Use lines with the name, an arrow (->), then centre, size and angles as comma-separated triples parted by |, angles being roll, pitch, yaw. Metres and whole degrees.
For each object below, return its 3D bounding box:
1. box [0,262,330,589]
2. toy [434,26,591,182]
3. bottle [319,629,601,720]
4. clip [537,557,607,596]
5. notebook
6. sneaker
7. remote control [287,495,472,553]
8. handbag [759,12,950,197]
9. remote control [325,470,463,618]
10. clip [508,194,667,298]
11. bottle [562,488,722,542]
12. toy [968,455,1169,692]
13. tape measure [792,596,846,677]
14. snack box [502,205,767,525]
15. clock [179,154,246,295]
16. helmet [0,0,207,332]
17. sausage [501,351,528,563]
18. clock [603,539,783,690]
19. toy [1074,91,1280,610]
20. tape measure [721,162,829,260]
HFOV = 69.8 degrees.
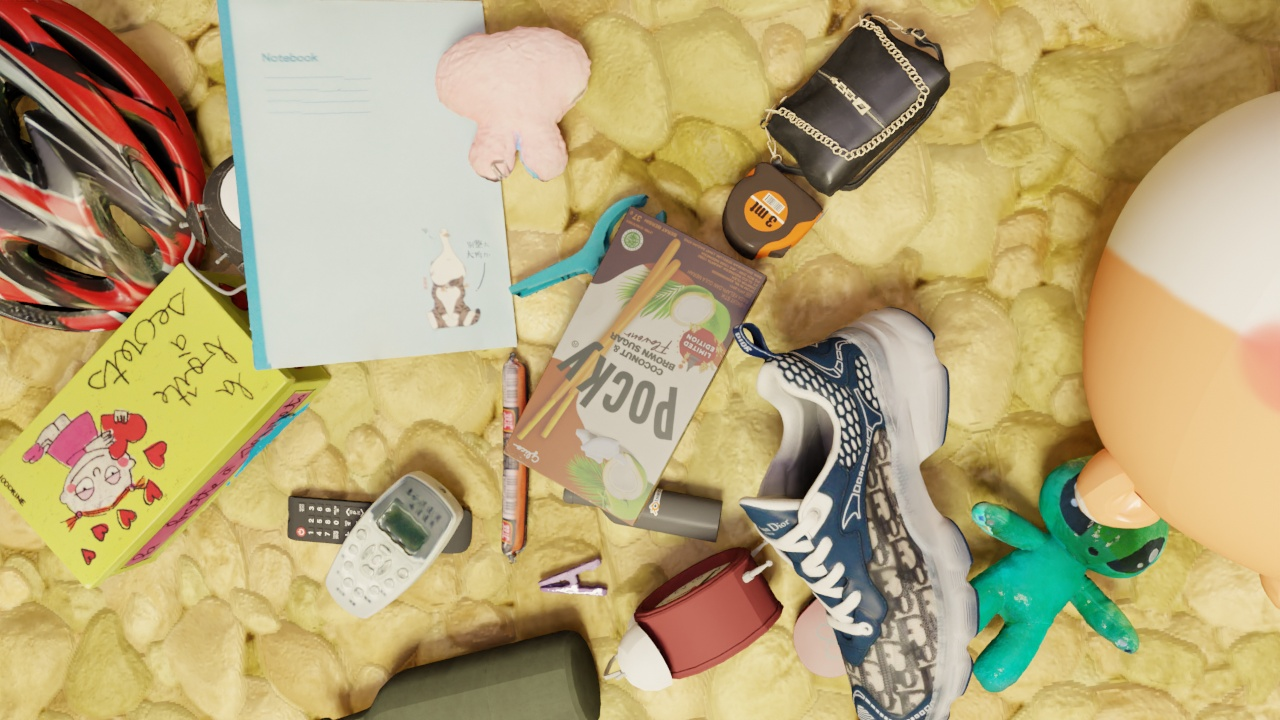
box -> -0.352, 0.046, 0.679 | 0.221, 0.080, 0.124 | -42, 86, 9
toy -> -0.087, -0.178, 0.641 | 0.108, 0.053, 0.105 | -3, 101, -5
bottle -> -0.135, 0.251, 0.658 | 0.207, 0.071, 0.071 | -16, 90, 9
clip -> -0.046, 0.165, 0.671 | 0.051, 0.014, 0.045 | -37, 89, 5
notebook -> -0.188, -0.127, 0.642 | 0.181, 0.009, 0.253 | -6, 91, -17
sneaker -> 0.121, 0.103, 0.571 | 0.132, 0.103, 0.269 | -3, 86, -23
remote control -> -0.199, 0.123, 0.690 | 0.147, 0.015, 0.033 | 3, 93, 8
handbag -> 0.141, -0.170, 0.614 | 0.129, 0.054, 0.079 | -43, 75, 11
remote control -> -0.180, 0.134, 0.664 | 0.060, 0.028, 0.114 | 43, 97, 4
clip -> -0.021, -0.060, 0.651 | 0.103, 0.027, 0.120 | 40, 98, 2
bottle -> 0.000, 0.104, 0.652 | 0.113, 0.030, 0.030 | 9, 94, 8
toy -> 0.273, 0.126, 0.597 | 0.193, 0.072, 0.130 | -44, 88, -1
tape measure -> 0.132, 0.189, 0.642 | 0.051, 0.019, 0.059 | -25, 82, 11
snack box -> -0.004, 0.004, 0.618 | 0.101, 0.031, 0.186 | 28, 94, 7
clock -> -0.265, -0.104, 0.652 | 0.091, 0.044, 0.122 | 39, 61, -5
helmet -> -0.442, -0.138, 0.656 | 0.218, 0.166, 0.272 | -39, 99, 11
sausage -> -0.091, 0.071, 0.670 | 0.020, 0.020, 0.155 | 1, 93, 8
clock -> 0.035, 0.174, 0.617 | 0.138, 0.096, 0.048 | -31, 87, 6
toy -> 0.370, -0.002, 0.478 | 0.263, 0.265, 0.281 | 26, 111, 4
tape measure -> 0.086, -0.097, 0.628 | 0.058, 0.038, 0.058 | 40, 84, 4
